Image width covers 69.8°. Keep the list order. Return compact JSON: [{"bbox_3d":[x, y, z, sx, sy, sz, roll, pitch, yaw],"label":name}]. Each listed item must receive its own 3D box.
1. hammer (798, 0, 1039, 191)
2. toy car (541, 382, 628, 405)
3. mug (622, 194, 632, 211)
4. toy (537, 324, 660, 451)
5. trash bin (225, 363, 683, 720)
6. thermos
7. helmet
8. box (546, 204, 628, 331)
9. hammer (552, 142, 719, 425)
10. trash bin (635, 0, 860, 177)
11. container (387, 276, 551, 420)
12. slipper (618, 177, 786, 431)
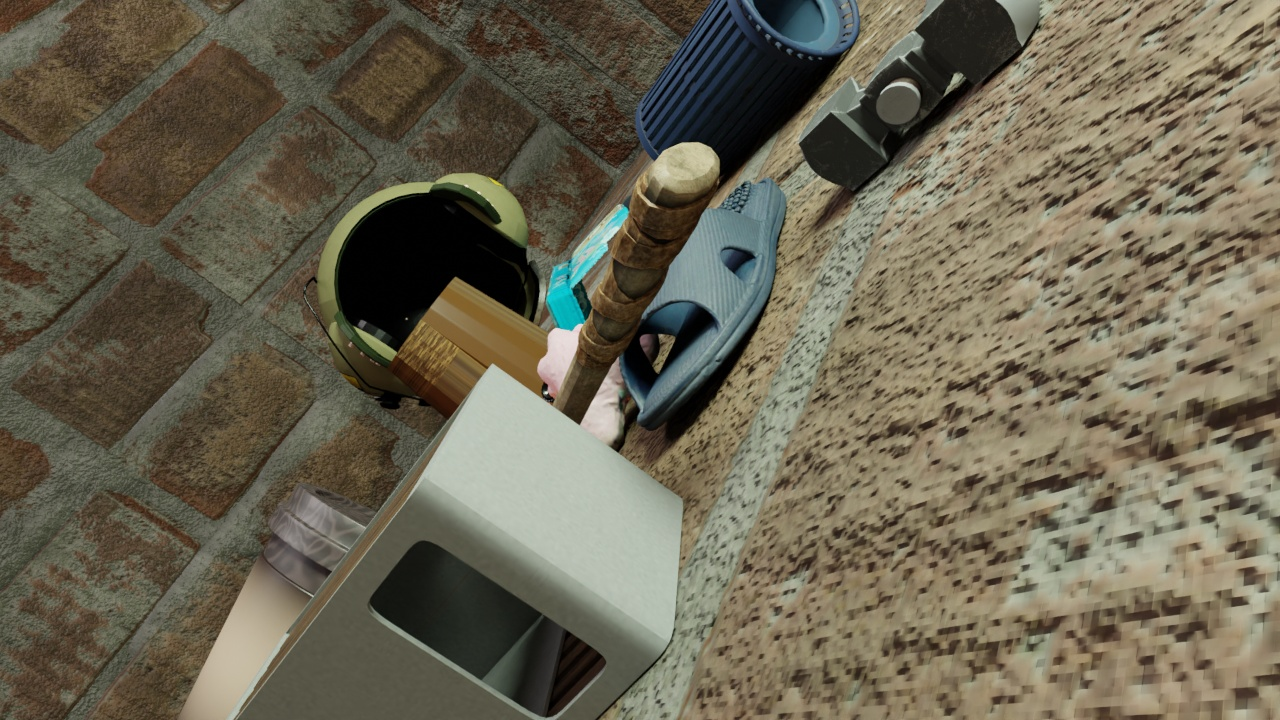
[{"bbox_3d":[0.201,-0.242,0.579,0.156,0.043,0.321,-41,13,51],"label":"hammer"},{"bbox_3d":[-0.033,0.018,0.717,0.100,0.051,0.048,-49,56,19],"label":"toy car"},{"bbox_3d":[0.012,-0.155,1.086,0.077,0.071,0.105,-175,99,-78],"label":"mug"},{"bbox_3d":[-0.037,0.009,0.660,0.096,0.052,0.099,26,98,37],"label":"toy"},{"bbox_3d":[-0.097,0.135,0.437,0.229,0.114,0.114,-50,11,21],"label":"trash bin"},{"bbox_3d":[-0.260,0.235,0.735,0.226,0.172,0.173,-62,11,-10],"label":"thermos"},{"bbox_3d":[-0.205,-0.065,0.958,0.250,0.255,0.233,-56,12,-8],"label":"helmet"},{"bbox_3d":[-0.061,-0.085,0.986,0.227,0.083,0.172,-105,25,-76],"label":"box"},{"bbox_3d":[-0.032,0.013,0.488,0.121,0.049,0.320,-44,-11,-40],"label":"hammer"},{"bbox_3d":[0.098,-0.301,0.965,0.139,0.139,0.250,-60,10,-32],"label":"trash bin"},{"bbox_3d":[-0.124,0.016,0.813,0.132,0.167,0.132,-51,10,13],"label":"container"},{"bbox_3d":[0.035,-0.065,0.611,0.101,0.082,0.262,-43,14,38],"label":"slipper"}]
